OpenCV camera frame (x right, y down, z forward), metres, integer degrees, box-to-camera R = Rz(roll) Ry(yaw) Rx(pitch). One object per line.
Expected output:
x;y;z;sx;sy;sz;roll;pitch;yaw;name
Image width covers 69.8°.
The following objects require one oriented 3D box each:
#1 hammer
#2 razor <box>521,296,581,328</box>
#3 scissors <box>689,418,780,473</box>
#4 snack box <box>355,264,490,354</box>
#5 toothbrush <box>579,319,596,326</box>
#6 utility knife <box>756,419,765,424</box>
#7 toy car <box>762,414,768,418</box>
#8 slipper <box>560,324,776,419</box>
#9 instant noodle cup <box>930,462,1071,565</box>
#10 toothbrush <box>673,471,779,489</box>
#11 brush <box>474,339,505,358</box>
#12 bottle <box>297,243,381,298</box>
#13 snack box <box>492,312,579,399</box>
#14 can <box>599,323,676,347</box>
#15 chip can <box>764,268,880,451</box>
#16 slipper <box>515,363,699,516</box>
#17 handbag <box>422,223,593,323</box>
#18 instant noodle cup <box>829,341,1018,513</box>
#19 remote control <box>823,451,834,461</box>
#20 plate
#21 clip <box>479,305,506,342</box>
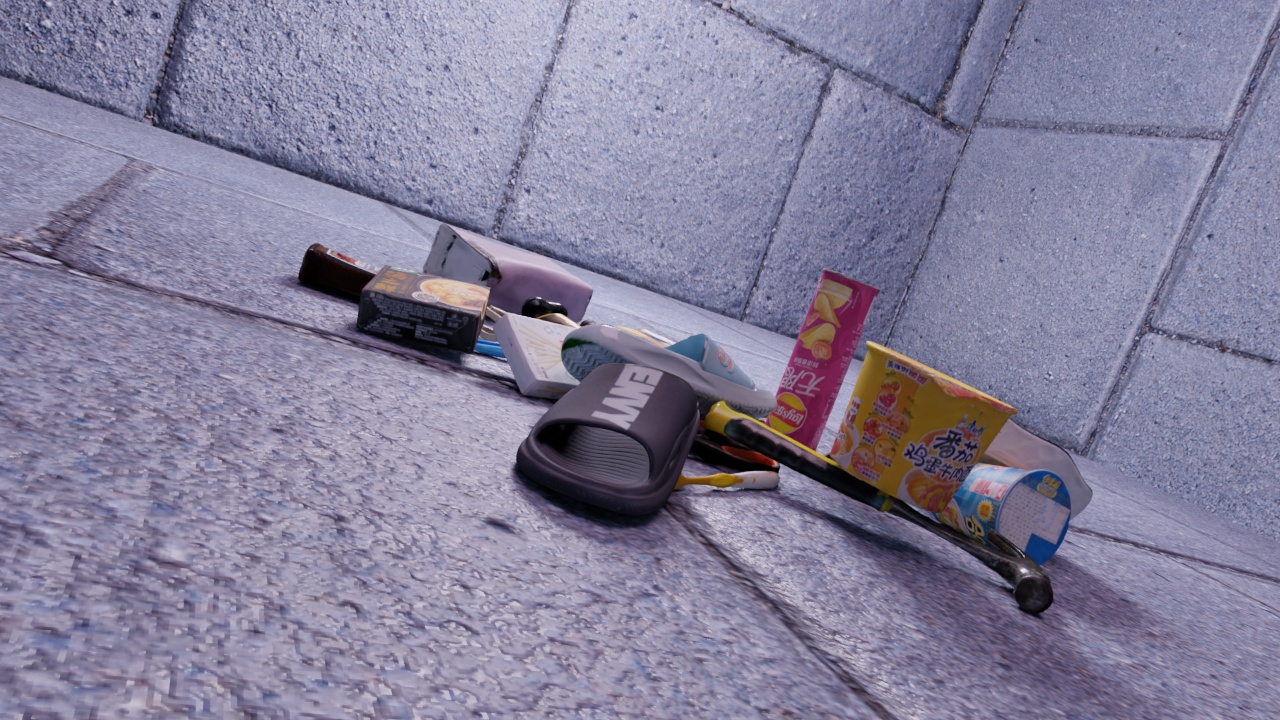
0.206;0.121;0.825;0.323;0.032;0.126;27;8;17;hammer
-0.081;-0.026;1.137;0.167;0.062;0.067;31;47;32;razor
0.025;0.065;0.849;0.235;0.022;0.141;21;14;-15;scissors
-0.214;-0.053;0.924;0.113;0.053;0.125;12;20;-7;snack box
-0.007;0.006;1.113;0.026;0.027;0.213;11;19;-46;toothbrush
0.125;0.071;1.103;0.031;0.022;0.210;22;1;41;utility knife
0.114;0.046;1.162;0.071;0.041;0.156;16;4;-28;toy car
0.029;0.010;0.909;0.245;0.074;0.104;23;-30;-34;slipper
0.349;0.144;0.917;0.099;0.099;0.110;16;1;-27;instant noodle cup
0.068;0.100;0.770;0.018;0.016;0.191;15;4;37;toothbrush
-0.094;-0.001;1.006;0.254;0.046;0.083;12;14;-24;brush
-0.282;-0.080;1.039;0.194;0.044;0.080;19;8;-15;bottle
-0.070;0.003;0.918;0.156;0.027;0.084;11;43;-49;snack box
-0.006;-0.009;1.197;0.102;0.057;0.083;26;12;39;can
0.206;0.004;1.063;0.071;0.210;0.071;19;7;-3;chip can
-0.011;0.036;0.691;0.111;0.083;0.267;16;14;11;slipper
-0.185;-0.111;1.299;0.145;0.098;0.196;24;7;39;handbag
0.237;0.060;0.802;0.138;0.110;0.138;25;8;-4;instant noodle cup
0.236;0.120;1.033;0.058;0.021;0.149;23;7;20;remote control
0.383;0.122;1.010;0.205;0.045;0.205;32;-19;12;plate
-0.150;-0.030;1.066;0.100;0.035;0.071;29;10;26;clip
